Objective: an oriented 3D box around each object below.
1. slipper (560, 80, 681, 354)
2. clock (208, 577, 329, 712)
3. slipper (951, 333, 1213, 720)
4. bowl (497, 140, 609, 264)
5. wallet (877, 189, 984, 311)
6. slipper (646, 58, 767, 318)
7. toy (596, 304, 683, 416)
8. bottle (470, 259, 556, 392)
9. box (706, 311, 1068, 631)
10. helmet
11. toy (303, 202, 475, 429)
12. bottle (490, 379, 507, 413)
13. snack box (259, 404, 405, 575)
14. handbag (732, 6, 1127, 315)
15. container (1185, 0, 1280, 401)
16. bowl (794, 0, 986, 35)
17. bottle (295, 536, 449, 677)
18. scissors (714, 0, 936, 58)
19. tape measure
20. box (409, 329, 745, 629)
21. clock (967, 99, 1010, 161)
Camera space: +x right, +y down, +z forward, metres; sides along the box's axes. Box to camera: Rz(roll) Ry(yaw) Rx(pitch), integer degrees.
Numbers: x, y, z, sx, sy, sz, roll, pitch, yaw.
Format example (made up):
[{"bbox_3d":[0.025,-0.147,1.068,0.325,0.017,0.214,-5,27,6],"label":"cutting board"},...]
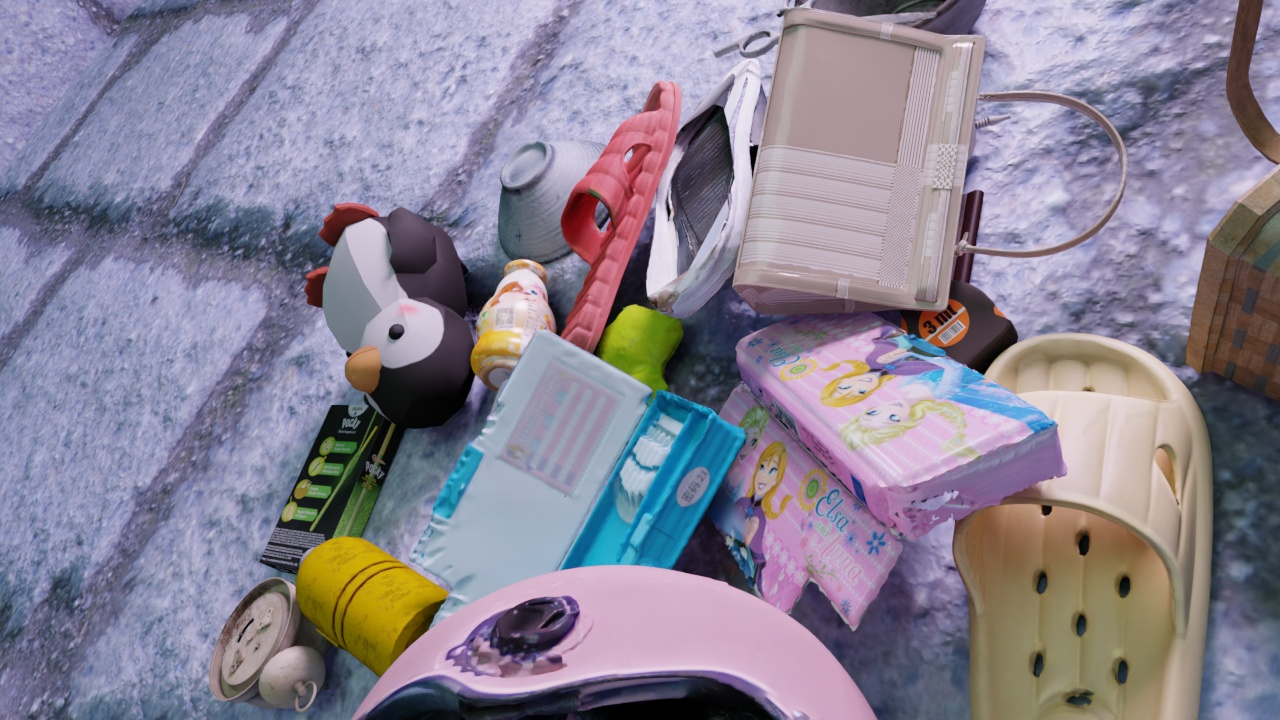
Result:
[{"bbox_3d":[-0.031,-0.110,0.711,0.104,0.059,0.248,146,144,-71],"label":"slipper"},{"bbox_3d":[-0.265,0.222,0.684,0.141,0.054,0.093,19,73,50],"label":"clock"},{"bbox_3d":[0.200,0.087,0.422,0.111,0.079,0.260,-3,59,31],"label":"slipper"},{"bbox_3d":[-0.087,-0.157,0.814,0.137,0.057,0.136,-19,51,25],"label":"bowl"},{"bbox_3d":[0.160,-0.070,0.603,0.116,0.018,0.091,1,61,34],"label":"wallet"},{"bbox_3d":[0.061,-0.123,0.662,0.111,0.063,0.263,-43,23,36],"label":"slipper"},{"bbox_3d":[-0.004,0.004,0.658,0.094,0.036,0.093,-36,50,19],"label":"toy"},{"bbox_3d":[-0.097,-0.029,0.729,0.063,0.063,0.108,-15,51,28],"label":"bottle"},{"bbox_3d":[0.094,0.041,0.487,0.160,0.063,0.230,-43,20,3],"label":"box"},{"bbox_3d":[-0.014,0.186,0.411,0.255,0.230,0.152,-9,26,7],"label":"helmet"},{"bbox_3d":[-0.187,-0.025,0.770,0.159,0.140,0.184,-58,46,36],"label":"toy"},{"bbox_3d":[-0.090,0.090,0.652,0.072,0.046,0.161,-4,58,34],"label":"bottle"},{"bbox_3d":[-0.258,0.109,0.777,0.080,0.025,0.147,-1,60,36],"label":"snack box"},{"bbox_3d":[0.168,-0.110,0.525,0.198,0.062,0.175,7,79,24],"label":"handbag"},{"bbox_3d":[0.341,-0.102,0.397,0.250,0.157,0.186,-41,56,5],"label":"container"},{"bbox_3d":[0.193,-0.263,0.676,0.145,0.067,0.144,-19,51,25],"label":"bowl"},{"bbox_3d":[-0.193,0.173,0.654,0.164,0.071,0.071,16,70,42],"label":"bottle"},{"bbox_3d":[0.123,-0.226,0.642,0.118,0.014,0.161,-38,42,8],"label":"scissors"},{"bbox_3d":[0.181,-0.014,0.534,0.058,0.038,0.058,-44,56,12],"label":"tape measure"},{"bbox_3d":[-0.046,0.114,0.565,0.170,0.085,0.227,26,85,37],"label":"box"},{"bbox_3d":[0.160,-0.158,0.632,0.157,0.061,0.103,23,63,40],"label":"clock"}]
